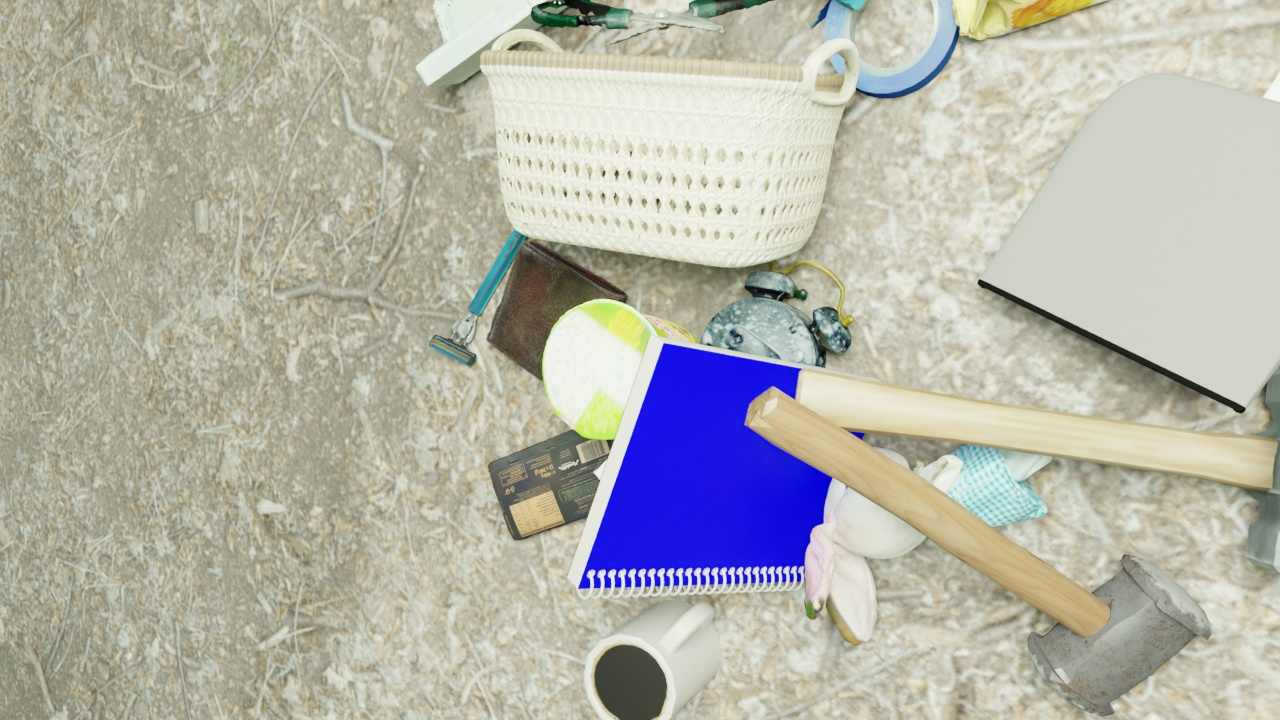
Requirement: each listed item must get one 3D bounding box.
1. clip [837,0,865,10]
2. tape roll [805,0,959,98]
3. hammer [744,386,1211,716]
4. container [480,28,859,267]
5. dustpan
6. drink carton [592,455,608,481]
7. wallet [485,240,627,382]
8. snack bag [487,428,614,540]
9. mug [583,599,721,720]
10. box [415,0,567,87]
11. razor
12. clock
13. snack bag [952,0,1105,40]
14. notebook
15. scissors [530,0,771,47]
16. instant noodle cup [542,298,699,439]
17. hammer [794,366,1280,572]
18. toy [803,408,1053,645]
[{"bbox_3d":[0.100,-0.284,0.617,0.127,0.113,0.028,41,109,18],"label":"clip"},{"bbox_3d":[0.174,-0.232,0.636,0.091,0.016,0.093,-39,76,23],"label":"tape roll"},{"bbox_3d":[0.196,0.106,0.535,0.328,0.052,0.098,33,110,-18],"label":"hammer"},{"bbox_3d":[0.016,-0.151,0.635,0.246,0.184,0.143,13,108,28],"label":"container"},{"bbox_3d":[0.340,-0.116,0.528,0.163,0.033,0.258,37,99,38],"label":"dustpan"},{"bbox_3d":[0.027,0.068,0.664,0.064,0.129,0.040,-48,71,21],"label":"drink carton"},{"bbox_3d":[-0.071,-0.034,0.760,0.120,0.031,0.099,31,107,32],"label":"wallet"},{"bbox_3d":[-0.059,0.097,0.770,0.155,0.018,0.074,-23,83,26],"label":"snack bag"},{"bbox_3d":[0.019,0.222,0.699,0.073,0.089,0.105,44,110,18],"label":"mug"},{"bbox_3d":[-0.096,-0.304,0.738,0.198,0.075,0.125,-26,62,24],"label":"box"},{"bbox_3d":[-0.132,-0.064,0.798,0.042,0.022,0.144,29,104,-16],"label":"razor"},{"bbox_3d":[0.098,-0.013,0.667,0.090,0.052,0.130,40,110,19],"label":"clock"},{"bbox_3d":[0.297,-0.310,0.543,0.248,0.068,0.159,-14,86,26],"label":"snack bag"},{"bbox_3d":[0.062,0.080,0.611,0.022,0.208,0.172,33,108,49],"label":"notebook"},{"bbox_3d":[0.026,-0.246,0.636,0.202,0.203,0.015,36,141,48],"label":"scissors"},{"bbox_3d":[-0.004,0.004,0.687,0.099,0.107,0.099,2,94,27],"label":"instant noodle cup"},{"bbox_3d":[0.254,0.045,0.542,0.323,0.051,0.117,8,89,9],"label":"hammer"},{"bbox_3d":[0.184,0.088,0.613,0.205,0.131,0.105,-38,55,11],"label":"toy"}]
